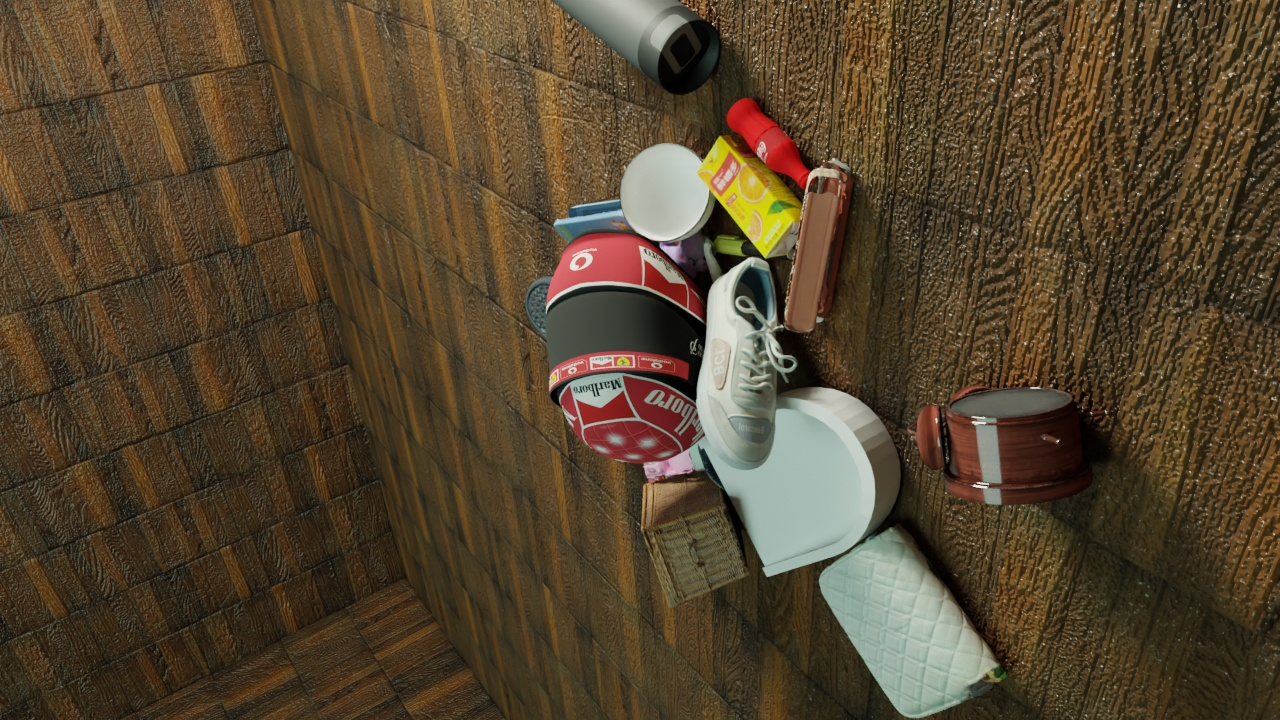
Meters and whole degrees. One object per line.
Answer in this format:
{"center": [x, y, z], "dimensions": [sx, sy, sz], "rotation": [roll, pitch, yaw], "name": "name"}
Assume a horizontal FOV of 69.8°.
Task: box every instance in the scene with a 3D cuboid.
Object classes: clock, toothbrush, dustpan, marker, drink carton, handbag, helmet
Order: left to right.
{"center": [-0.006, 0.007, 1.104], "dimensions": [0.198, 0.271, 0.224], "rotation": [-11, 59, 28], "name": "helmet"}
{"center": [0.109, -0.062, 1.115], "dimensions": [0.017, 0.016, 0.189], "rotation": [7, 125, 47], "name": "toothbrush"}
{"center": [0.129, -0.129, 1.048], "dimensions": [0.124, 0.017, 0.021], "rotation": [17, 126, 53], "name": "marker"}
{"center": [0.122, -0.179, 0.988], "dimensions": [0.134, 0.042, 0.059], "rotation": [54, 134, 22], "name": "drink carton"}
{"center": [0.176, 0.138, 1.059], "dimensions": [0.259, 0.053, 0.191], "rotation": [-36, 77, 46], "name": "dustpan"}
{"center": [0.298, 0.286, 1.015], "dimensions": [0.195, 0.072, 0.139], "rotation": [58, 142, 17], "name": "handbag"}
{"center": [0.305, 0.068, 0.788], "dimensions": [0.158, 0.120, 0.072], "rotation": [3, 105, 51], "name": "clock"}

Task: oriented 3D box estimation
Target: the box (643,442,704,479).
{"center": [0.046, 0.043, 1.264], "dimensions": [0.160, 0.035, 0.230], "rotation": [-15, 94, 35], "name": "box"}

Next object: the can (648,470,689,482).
{"center": [0.043, 0.169, 1.371], "dimensions": [0.064, 0.064, 0.105], "rotation": [25, 131, 51], "name": "can"}

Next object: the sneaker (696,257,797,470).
{"center": [0.117, -0.003, 1.008], "dimensions": [0.091, 0.089, 0.241], "rotation": [133, 143, -59], "name": "sneaker"}

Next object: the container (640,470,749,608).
{"center": [0.072, 0.229, 1.234], "dimensions": [0.198, 0.113, 0.114], "rotation": [-78, -31, -79], "name": "container"}

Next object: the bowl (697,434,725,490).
{"center": [0.130, 0.113, 1.178], "dimensions": [0.110, 0.055, 0.110], "rotation": [17, 115, 42], "name": "bowl"}

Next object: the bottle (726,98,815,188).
{"center": [0.137, -0.221, 0.946], "dimensions": [0.119, 0.036, 0.036], "rotation": [52, 149, 24], "name": "bottle"}

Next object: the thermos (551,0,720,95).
{"center": [-0.016, -0.392, 1.031], "dimensions": [0.240, 0.082, 0.082], "rotation": [47, 146, 32], "name": "thermos"}

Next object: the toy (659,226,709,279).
{"center": [0.056, -0.138, 1.148], "dimensions": [0.080, 0.036, 0.100], "rotation": [62, 153, 9], "name": "toy"}

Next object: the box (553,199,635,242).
{"center": [-0.055, -0.183, 1.284], "dimensions": [0.210, 0.058, 0.068], "rotation": [9, 121, 58], "name": "box"}

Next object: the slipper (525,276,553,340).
{"center": [-0.054, -0.045, 1.379], "dimensions": [0.268, 0.083, 0.111], "rotation": [37, 133, 15], "name": "slipper"}

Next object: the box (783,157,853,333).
{"center": [0.188, -0.118, 0.947], "dimensions": [0.056, 0.063, 0.188], "rotation": [15, 129, 12], "name": "box"}

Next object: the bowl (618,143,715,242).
{"center": [0.038, -0.194, 1.084], "dimensions": [0.114, 0.063, 0.113], "rotation": [1, 92, 23], "name": "bowl"}
